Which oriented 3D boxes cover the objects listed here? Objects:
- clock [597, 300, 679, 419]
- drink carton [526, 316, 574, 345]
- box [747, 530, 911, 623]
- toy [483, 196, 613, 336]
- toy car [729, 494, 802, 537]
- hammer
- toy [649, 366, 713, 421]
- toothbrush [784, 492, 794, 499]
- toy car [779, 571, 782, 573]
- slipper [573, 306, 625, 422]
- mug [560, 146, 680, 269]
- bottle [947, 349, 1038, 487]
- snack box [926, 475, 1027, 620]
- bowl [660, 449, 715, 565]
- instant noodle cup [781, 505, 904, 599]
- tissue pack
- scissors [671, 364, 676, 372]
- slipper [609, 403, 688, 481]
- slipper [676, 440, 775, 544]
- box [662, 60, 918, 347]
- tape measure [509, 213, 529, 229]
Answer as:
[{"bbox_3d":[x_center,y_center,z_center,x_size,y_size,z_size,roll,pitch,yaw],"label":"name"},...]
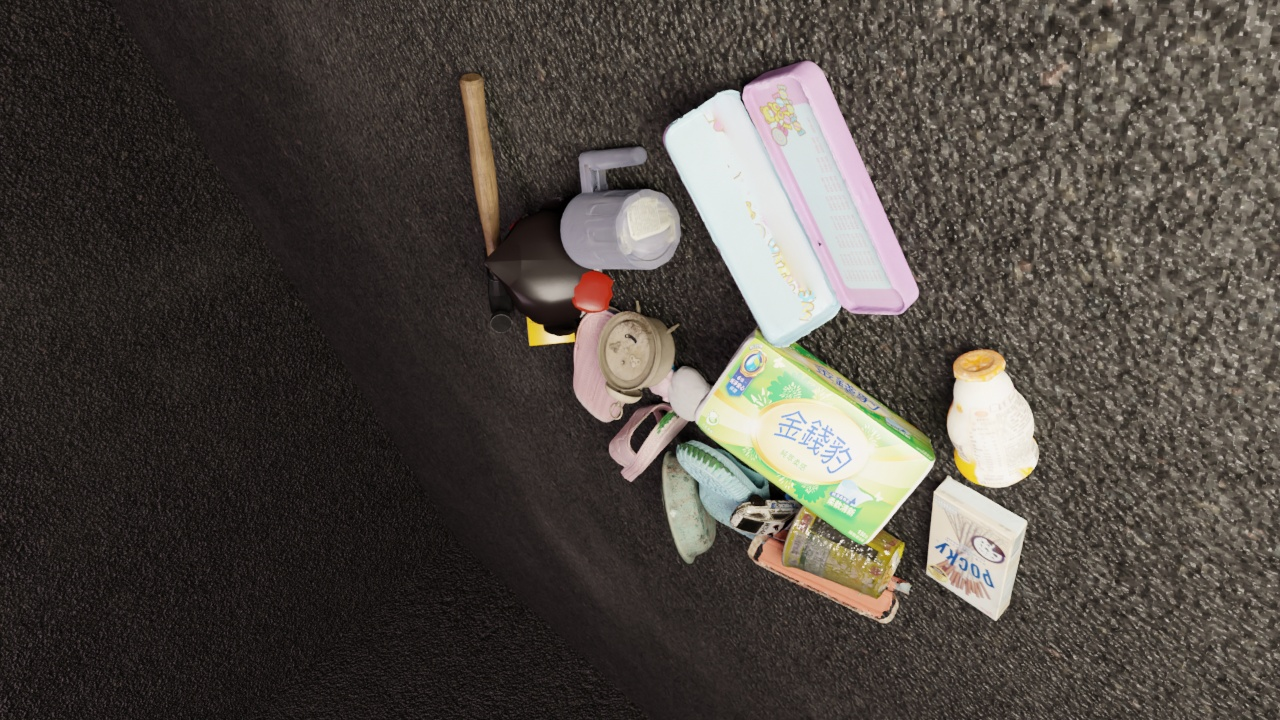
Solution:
[{"bbox_3d":[-0.007,0.006,1.096,0.093,0.054,0.141,32,110,37],"label":"clock"},{"bbox_3d":[-0.122,-0.045,1.236,0.122,0.058,0.040,-156,61,-82],"label":"drink carton"},{"bbox_3d":[0.215,0.245,1.064,0.187,0.076,0.055,20,112,34],"label":"box"},{"bbox_3d":[-0.117,-0.102,1.095,0.184,0.140,0.159,154,114,-78],"label":"toy"},{"bbox_3d":[0.160,0.184,1.070,0.049,0.112,0.040,113,153,-47],"label":"toy car"},{"bbox_3d":[-0.187,-0.197,1.126,0.132,0.040,0.306,-102,8,-54],"label":"hammer"},{"bbox_3d":[0.062,0.042,1.108,0.125,0.037,0.076,22,137,32],"label":"toy"},{"bbox_3d":[0.185,0.118,1.043,0.016,0.014,0.167,39,151,25],"label":"toothbrush"},{"bbox_3d":[0.209,0.247,1.124,0.092,0.037,0.040,-6,126,24],"label":"toy car"},{"bbox_3d":[-0.042,0.010,1.232,0.107,0.055,0.222,42,147,16],"label":"slipper"},{"bbox_3d":[-0.022,-0.153,0.932,0.104,0.083,0.124,12,110,55],"label":"mug"},{"bbox_3d":[0.268,0.044,0.707,0.063,0.063,0.109,20,140,51],"label":"bottle"},{"bbox_3d":[0.316,0.180,0.873,0.082,0.026,0.150,32,151,36],"label":"snack box"},{"bbox_3d":[0.069,0.196,1.249,0.157,0.039,0.157,-12,-90,-76],"label":"bowl"},{"bbox_3d":[0.225,0.204,1.006,0.108,0.102,0.102,25,149,27],"label":"instant noodle cup"},{"bbox_3d":[0.161,0.057,0.855,0.197,0.120,0.141,42,-162,3],"label":"tissue pack"},{"bbox_3d":[0.025,0.004,1.154,0.113,0.013,0.140,11,138,53],"label":"scissors"},{"bbox_3d":[0.002,0.108,1.256,0.064,0.094,0.240,42,160,6],"label":"slipper"},{"bbox_3d":[0.118,0.156,1.147,0.116,0.069,0.276,30,165,32],"label":"slipper"},{"bbox_3d":[0.120,-0.119,0.727,0.140,0.062,0.214,-18,115,29],"label":"box"},{"bbox_3d":[-0.147,-0.162,1.206,0.051,0.019,0.059,55,158,-7],"label":"tape measure"}]
